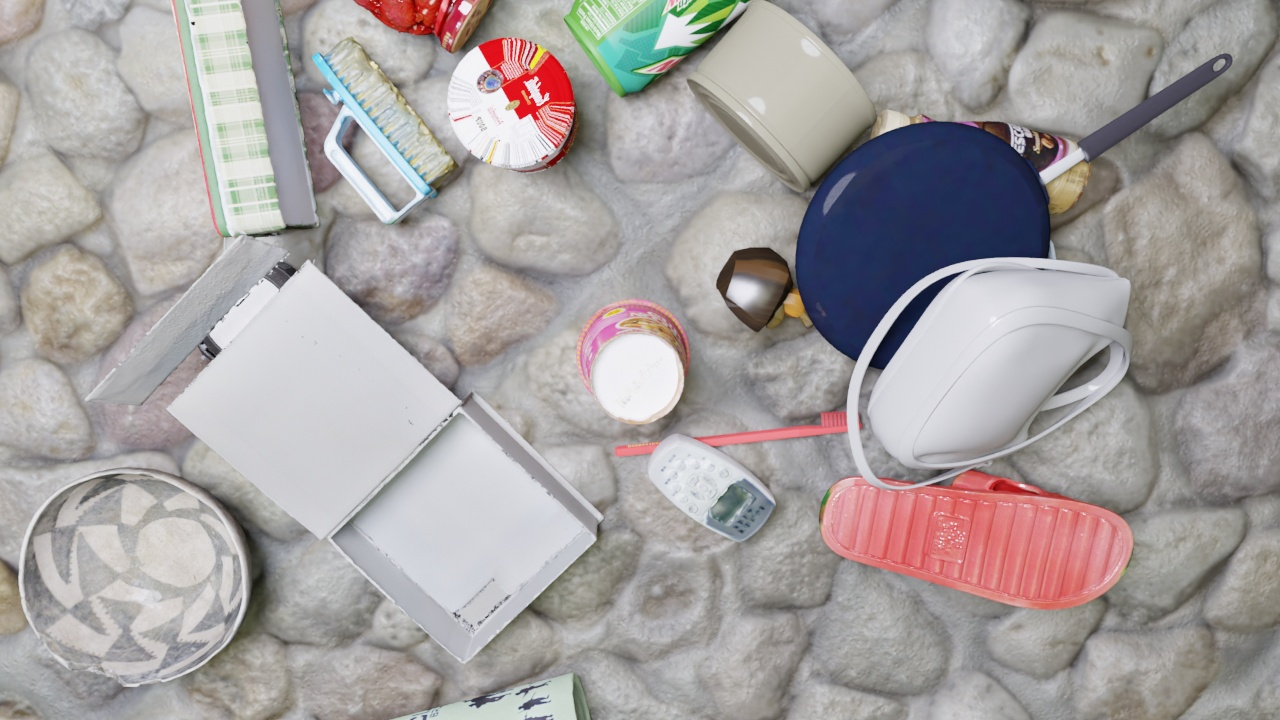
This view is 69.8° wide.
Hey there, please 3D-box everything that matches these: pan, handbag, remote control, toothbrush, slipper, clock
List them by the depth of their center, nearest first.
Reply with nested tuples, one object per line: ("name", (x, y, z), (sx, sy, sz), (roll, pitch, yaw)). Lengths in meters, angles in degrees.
("pan", (0.284, -0.124, 0.695), (0.357, 0.021, 0.199), (-33, 111, 9))
("handbag", (0.291, 0.014, 0.723), (0.222, 0.095, 0.216), (3, 131, -29))
("clock", (-0.312, -0.033, 0.742), (0.091, 0.043, 0.123), (16, 99, -4))
("remote control", (0.059, 0.106, 0.776), (0.114, 0.028, 0.060), (37, 105, -15))
("slipper", (0.279, 0.145, 0.782), (0.249, 0.059, 0.103), (6, 101, 13))
("toothbrush", (0.083, 0.061, 0.785), (0.212, 0.012, 0.018), (-6, 100, -1))

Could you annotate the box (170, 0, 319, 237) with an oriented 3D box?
("box", (-0.291, -0.195, 0.681), (0.051, 0.117, 0.205), (-7, 101, -5))

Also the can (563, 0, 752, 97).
("can", (0.021, -0.272, 0.690), (0.144, 0.083, 0.083), (-37, 99, 6))

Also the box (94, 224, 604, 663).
("box", (-0.211, 0.073, 0.735), (0.166, 0.098, 0.368), (-44, 104, 5))

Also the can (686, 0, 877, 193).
("can", (0.104, -0.194, 0.685), (0.128, 0.127, 0.073), (43, 97, -8))

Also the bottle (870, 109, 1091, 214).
("bottle", (0.266, -0.163, 0.729), (0.166, 0.059, 0.060), (14, 99, -3))

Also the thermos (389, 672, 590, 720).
("thermos", (-0.159, 0.339, 0.795), (0.231, 0.082, 0.082), (-15, 100, 1))

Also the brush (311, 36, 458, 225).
("brush", (-0.211, -0.179, 0.714), (0.075, 0.055, 0.136), (-39, 98, 0))

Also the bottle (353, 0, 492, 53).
("bottle", (-0.165, -0.293, 0.677), (0.111, 0.099, 0.099), (34, 97, -11))

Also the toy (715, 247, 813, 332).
("toy", (0.112, -0.053, 0.747), (0.100, 0.063, 0.076), (20, 61, -12))

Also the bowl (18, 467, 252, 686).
("bowl", (-0.398, 0.167, 0.753), (0.178, 0.081, 0.178), (0, 99, -2))

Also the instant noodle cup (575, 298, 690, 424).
("instant noodle cup", (-0.004, 0.004, 0.724), (0.097, 0.108, 0.098), (0, 99, -2))

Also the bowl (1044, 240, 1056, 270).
("bowl", (0.278, -0.073, 0.749), (0.106, 0.039, 0.106), (-1, 112, -4))

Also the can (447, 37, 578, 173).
("can", (-0.091, -0.186, 0.685), (0.086, 0.116, 0.087), (0, 99, -2))
